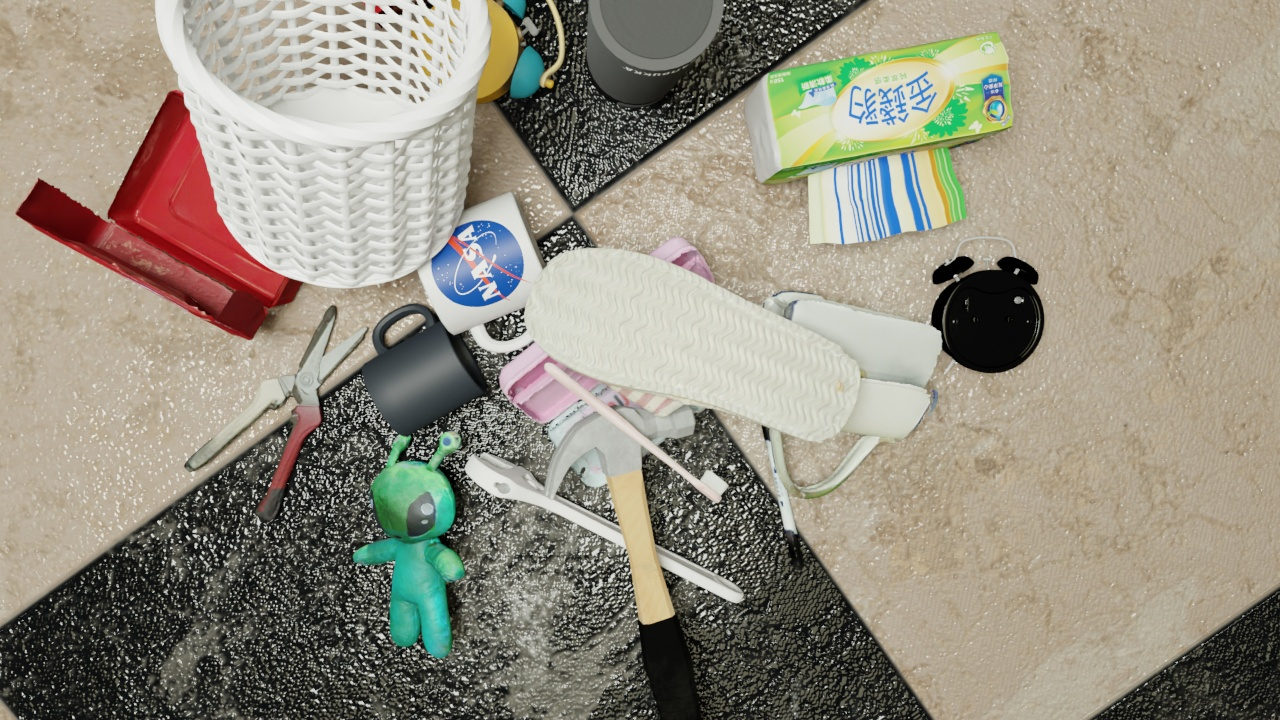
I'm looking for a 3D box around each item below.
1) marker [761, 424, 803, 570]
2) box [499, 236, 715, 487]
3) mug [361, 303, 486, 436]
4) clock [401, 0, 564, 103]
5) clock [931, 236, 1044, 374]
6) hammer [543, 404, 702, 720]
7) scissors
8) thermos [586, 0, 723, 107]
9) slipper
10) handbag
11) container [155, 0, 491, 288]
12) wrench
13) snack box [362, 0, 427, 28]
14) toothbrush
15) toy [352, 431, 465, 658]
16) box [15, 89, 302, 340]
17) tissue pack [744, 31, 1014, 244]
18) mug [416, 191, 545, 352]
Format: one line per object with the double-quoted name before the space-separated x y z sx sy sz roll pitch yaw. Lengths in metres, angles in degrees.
"marker" 0.127 0.117 0.826 0.011 0.011 0.152 -14 96 -1
"box" -0.009 -0.001 0.794 0.201 0.066 0.153 -37 124 1
"mug" -0.188 0.001 0.776 0.077 0.071 0.105 -29 70 0
"clock" -0.127 -0.262 0.761 0.130 0.043 0.099 -15 96 6
"clock" 0.301 -0.048 0.802 0.091 0.042 0.121 -1 96 -3
"hammer" 0.010 0.199 0.766 0.131 0.039 0.328 -14 95 -14
"scissors" -0.312 0.050 0.796 0.179 0.015 0.185 -11 95 -2
"thermos" 0.002 -0.238 0.671 0.082 0.240 0.082 -1 100 -4
"slipper" 0.039 -0.007 0.717 0.263 0.052 0.115 19 89 0
"handbag" 0.165 0.039 0.782 0.151 0.074 0.176 11 101 -13
"container" -0.206 -0.173 0.624 0.189 0.187 0.189 6 65 -13
"wrench" -0.027 0.148 0.801 0.273 0.066 0.018 28 93 -10
"snack box" -0.198 -0.377 0.747 0.132 0.036 0.152 -30 97 1
"toothbrush" -0.003 0.055 0.731 0.181 0.016 0.018 37 76 -11
"toy" -0.189 0.155 0.788 0.131 0.072 0.193 3 97 33
"box" -0.339 -0.122 0.720 0.156 0.157 0.170 30 75 -7
"tissue pack" 0.195 -0.171 0.753 0.198 0.120 0.141 -10 95 4
"mug" -0.123 -0.065 0.755 0.090 0.091 0.121 -22 97 -1
